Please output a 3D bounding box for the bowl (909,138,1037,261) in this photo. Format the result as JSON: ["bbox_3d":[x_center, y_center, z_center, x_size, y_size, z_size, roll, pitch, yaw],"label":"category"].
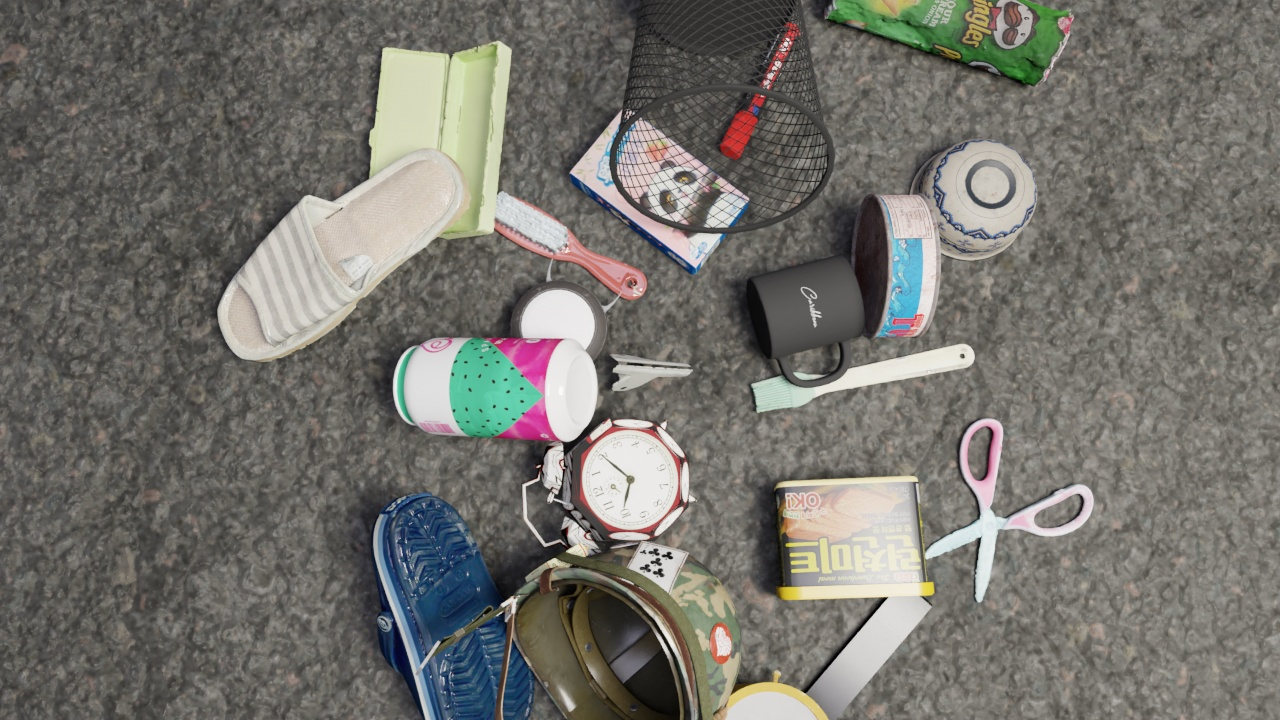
[{"bbox_3d":[0.321,-0.157,0.870,0.115,0.059,0.115,0,83,-1],"label":"bowl"}]

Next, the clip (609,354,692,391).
[{"bbox_3d":[-0.004,0.005,0.852,0.054,0.101,0.041,-13,77,42],"label":"clip"}]

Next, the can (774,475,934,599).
[{"bbox_3d":[0.185,0.158,0.816,0.131,0.072,0.101,-3,77,5],"label":"can"}]

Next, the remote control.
[{"bbox_3d":[0.204,0.267,0.837,0.034,0.013,0.150,42,84,9],"label":"remote control"}]

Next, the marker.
[{"bbox_3d":[0.118,-0.266,0.900,0.021,0.023,0.145,21,81,40],"label":"marker"}]

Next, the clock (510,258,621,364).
[{"bbox_3d":[-0.078,-0.025,0.857,0.091,0.044,0.122,27,83,3],"label":"clock"}]

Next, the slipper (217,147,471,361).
[{"bbox_3d":[-0.278,-0.100,0.843,0.273,0.054,0.114,-36,72,4],"label":"slipper"}]

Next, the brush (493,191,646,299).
[{"bbox_3d":[-0.070,-0.110,0.876,0.172,0.030,0.041,29,84,3],"label":"brush"}]

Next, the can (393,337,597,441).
[{"bbox_3d":[-0.127,0.024,0.807,0.166,0.088,0.088,1,82,21],"label":"can"}]

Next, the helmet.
[{"bbox_3d":[-0.026,0.244,0.724,0.235,0.225,0.192,-33,72,-25],"label":"helmet"}]

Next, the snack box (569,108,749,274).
[{"bbox_3d":[0.018,-0.163,0.882,0.154,0.033,0.088,37,83,4],"label":"snack box"}]

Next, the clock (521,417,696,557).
[{"bbox_3d":[-0.034,0.116,0.827,0.154,0.065,0.114,-18,83,-18],"label":"clock"}]

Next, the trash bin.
[{"bbox_3d":[0.070,-0.251,0.806,0.184,0.184,0.209,3,62,0],"label":"trash bin"}]

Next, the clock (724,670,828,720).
[{"bbox_3d":[0.105,0.356,0.790,0.117,0.081,0.158,-8,73,-13],"label":"clock"}]

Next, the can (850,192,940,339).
[{"bbox_3d":[0.226,-0.084,0.824,0.044,0.130,0.130,-1,83,-1],"label":"can"}]

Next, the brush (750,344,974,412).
[{"bbox_3d":[0.213,0.014,0.872,0.217,0.012,0.033,-11,83,-3],"label":"brush"}]

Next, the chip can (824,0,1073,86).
[{"bbox_3d":[0.291,-0.334,0.885,0.223,0.075,0.075,18,83,2],"label":"chip can"}]

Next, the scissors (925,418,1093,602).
[{"bbox_3d":[0.345,0.143,0.855,0.168,0.014,0.170,9,82,1],"label":"scissors"}]

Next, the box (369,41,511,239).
[{"bbox_3d":[-0.192,-0.210,0.883,0.141,0.048,0.187,1,82,11],"label":"box"}]

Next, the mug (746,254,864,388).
[{"bbox_3d":[0.154,-0.032,0.846,0.088,0.078,0.113,-15,93,-3],"label":"mug"}]

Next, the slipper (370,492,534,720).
[{"bbox_3d":[-0.173,0.236,0.803,0.095,0.104,0.253,-10,98,39],"label":"slipper"}]
